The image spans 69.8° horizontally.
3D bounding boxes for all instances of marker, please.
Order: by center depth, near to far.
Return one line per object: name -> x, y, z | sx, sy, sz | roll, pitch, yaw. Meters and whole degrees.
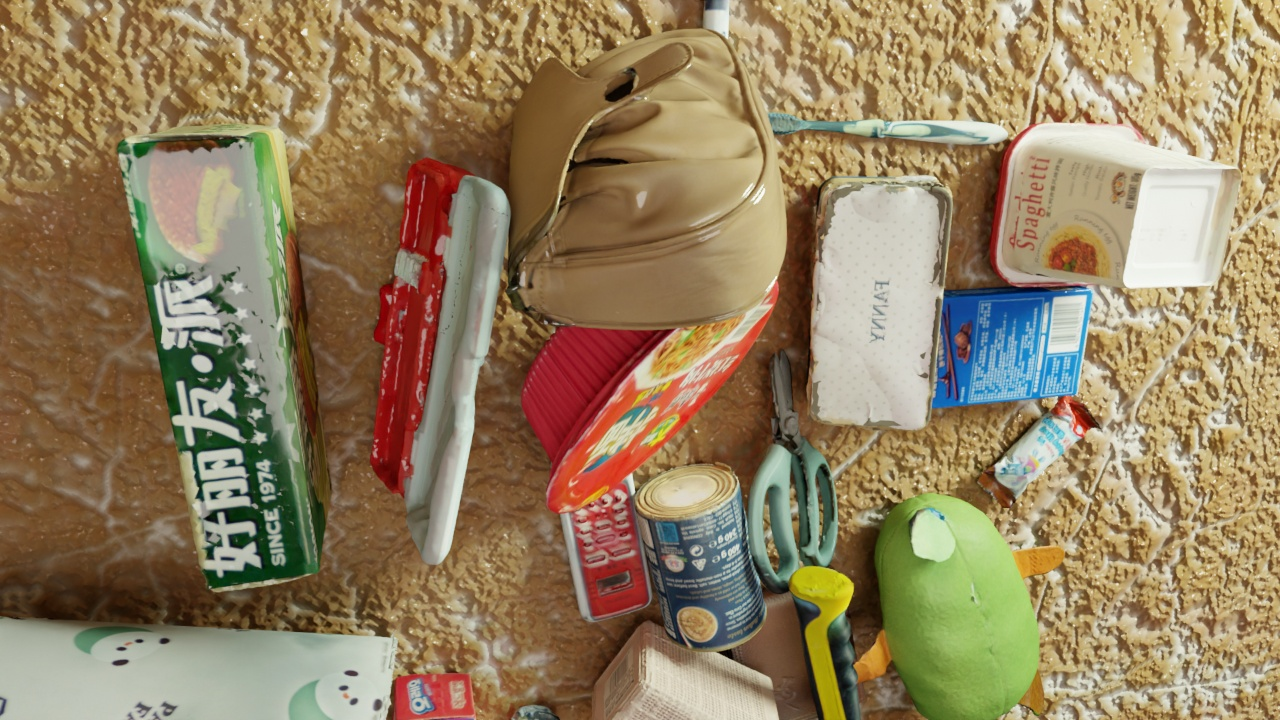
marker -> 0.044, -0.192, 0.576 | 0.022, 0.018, 0.131 | 0, 106, -7

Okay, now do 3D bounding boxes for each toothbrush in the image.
toothbrush -> 0.167, -0.156, 0.620 | 0.191, 0.018, 0.016 | -1, 107, -15

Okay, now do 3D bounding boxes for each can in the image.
can -> 0.042, 0.137, 0.646 | 0.075, 0.075, 0.111 | -17, 110, -10

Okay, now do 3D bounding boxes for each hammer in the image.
hammer -> 0.149, 0.284, 0.689 | 0.126, 0.031, 0.324 | 0, 121, 25

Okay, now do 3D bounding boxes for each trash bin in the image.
trash bin -> -0.286, 0.256, 0.524 | 0.251, 0.229, 0.230 | 11, 103, -12

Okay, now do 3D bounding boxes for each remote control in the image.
remote control -> -0.027, 0.122, 0.653 | 0.056, 0.020, 0.136 | -12, 110, -11

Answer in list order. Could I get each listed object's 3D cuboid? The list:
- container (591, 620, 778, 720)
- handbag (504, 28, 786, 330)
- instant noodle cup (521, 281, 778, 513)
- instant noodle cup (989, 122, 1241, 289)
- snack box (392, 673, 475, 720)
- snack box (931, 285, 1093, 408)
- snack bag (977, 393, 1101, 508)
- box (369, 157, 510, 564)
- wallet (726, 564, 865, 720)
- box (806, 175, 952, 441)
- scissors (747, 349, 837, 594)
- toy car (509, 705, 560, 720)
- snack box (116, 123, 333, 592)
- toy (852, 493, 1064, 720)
container -> 0.028, 0.259, 0.663 | 0.111, 0.089, 0.090 | 31, 107, -10
handbag -> -0.003, -0.106, 0.490 | 0.148, 0.204, 0.100 | -16, 132, 7
instant noodle cup -> -0.003, 0.003, 0.558 | 0.194, 0.194, 0.066 | -45, 74, 1
instant noodle cup -> 0.319, -0.099, 0.622 | 0.116, 0.124, 0.116 | -3, 107, -14
snack box -> -0.155, 0.331, 0.662 | 0.057, 0.058, 0.208 | 2, 106, -16
snack box -> 0.259, -0.011, 0.685 | 0.157, 0.026, 0.084 | -4, 107, -14
snack bag -> 0.314, 0.071, 0.727 | 0.105, 0.026, 0.045 | -45, 116, 4
box -> -0.113, -0.007, 0.517 | 0.037, 0.158, 0.201 | 3, 106, -31
wallet -> 0.118, 0.229, 0.721 | 0.101, 0.032, 0.124 | -17, 110, -7
box -> 0.158, -0.032, 0.621 | 0.090, 0.059, 0.184 | 5, 110, 9
scissors -> 0.099, 0.078, 0.644 | 0.139, 0.019, 0.180 | -26, 108, -46
toy car -> -0.089, 0.298, 0.683 | 0.043, 0.034, 0.090 | 18, 99, -17
snack box -> -0.221, -0.006, 0.509 | 0.063, 0.114, 0.240 | -6, 107, -13
toy -> 0.248, 0.208, 0.717 | 0.226, 0.090, 0.247 | -26, 108, -19
